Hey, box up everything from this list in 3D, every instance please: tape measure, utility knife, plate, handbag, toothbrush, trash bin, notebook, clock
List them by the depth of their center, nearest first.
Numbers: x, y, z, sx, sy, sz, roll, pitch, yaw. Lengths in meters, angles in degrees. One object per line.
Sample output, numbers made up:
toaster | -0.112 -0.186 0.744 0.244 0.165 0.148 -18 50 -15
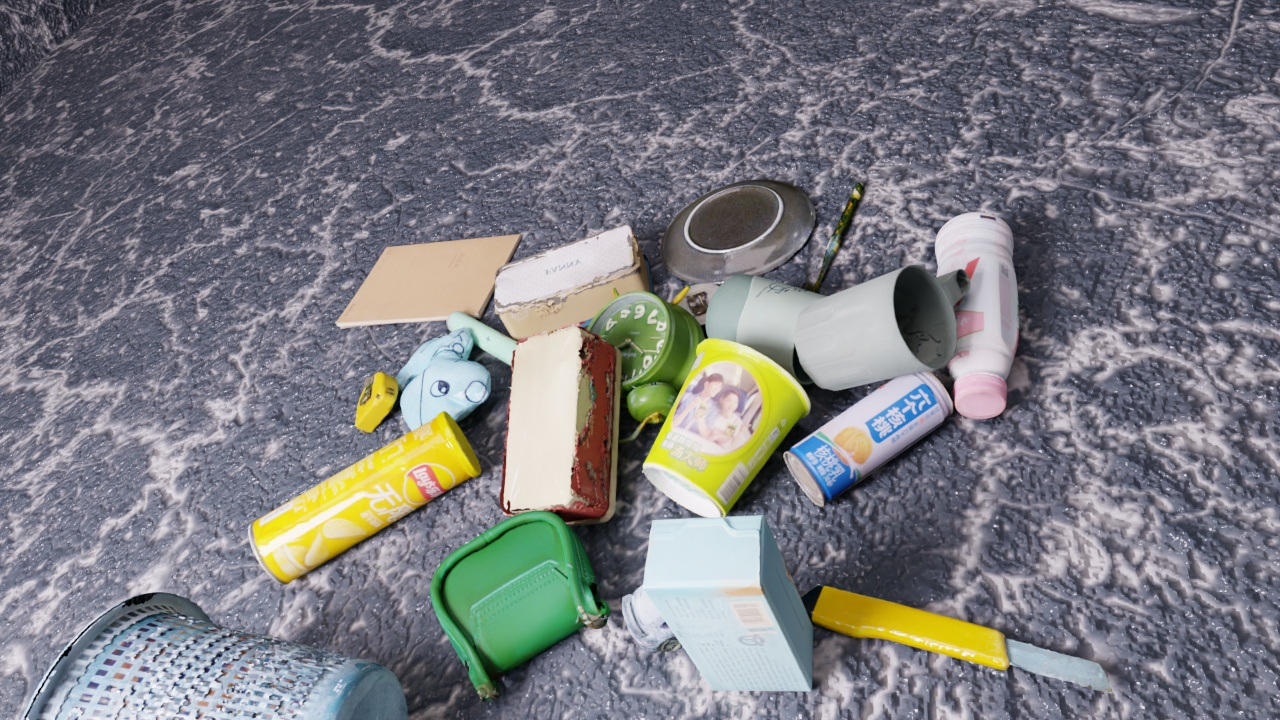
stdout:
utility knife | 0.209 0.193 0.635 0.215 0.015 0.033 7 51 34
trash bin | -0.282 0.288 0.652 0.195 0.227 0.226 2 48 10
handbag | -0.096 0.194 0.741 0.131 0.068 0.120 -32 44 -6
clock | -0.005 0.005 0.875 0.116 0.056 0.161 1 67 37
tape measure | 0.061 -0.046 0.929 0.066 0.033 0.066 -21 43 2
toothbrush | 0.200 -0.125 0.954 0.012 0.017 0.185 -32 23 55
toothbrush | -0.140 -0.009 0.993 0.225 0.026 0.027 26 83 41
tape measure | -0.289 0.041 0.997 0.060 0.029 0.057 -44 35 27
plate | 0.105 -0.152 1.020 0.180 0.024 0.179 -13 44 13
notebook | -0.266 -0.101 1.157 0.212 0.012 0.149 -2 46 24

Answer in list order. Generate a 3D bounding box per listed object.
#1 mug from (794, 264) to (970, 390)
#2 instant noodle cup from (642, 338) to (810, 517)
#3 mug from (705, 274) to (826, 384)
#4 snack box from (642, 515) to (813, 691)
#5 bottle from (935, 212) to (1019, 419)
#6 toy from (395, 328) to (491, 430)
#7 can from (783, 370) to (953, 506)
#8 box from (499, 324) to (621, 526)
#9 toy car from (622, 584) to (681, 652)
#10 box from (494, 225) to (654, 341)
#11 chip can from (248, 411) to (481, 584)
mug | 0.202 -0.031 0.760 0.123 0.083 0.104 -34 9 -41
instant noodle cup | 0.065 0.063 0.774 0.112 0.112 0.123 20 66 38
mug | 0.131 -0.036 0.860 0.106 0.082 0.111 21 29 40
snack box | 0.064 0.167 0.614 0.074 0.175 0.051 -5 49 19
bottle | 0.291 -0.041 0.792 0.068 0.068 0.196 -4 50 22
toy | -0.213 0.025 0.978 0.162 0.050 0.155 -13 46 33
can | 0.186 0.061 0.749 0.134 0.053 0.053 -33 43 -8
box | -0.073 0.056 0.812 0.091 0.077 0.168 -13 64 32
toy car | 0.045 0.181 0.712 0.120 0.037 0.054 -23 42 -2
box | -0.069 -0.085 1.012 0.184 0.061 0.089 -14 44 9
chip can | -0.262 0.131 0.880 0.213 0.072 0.072 -30 43 -5
